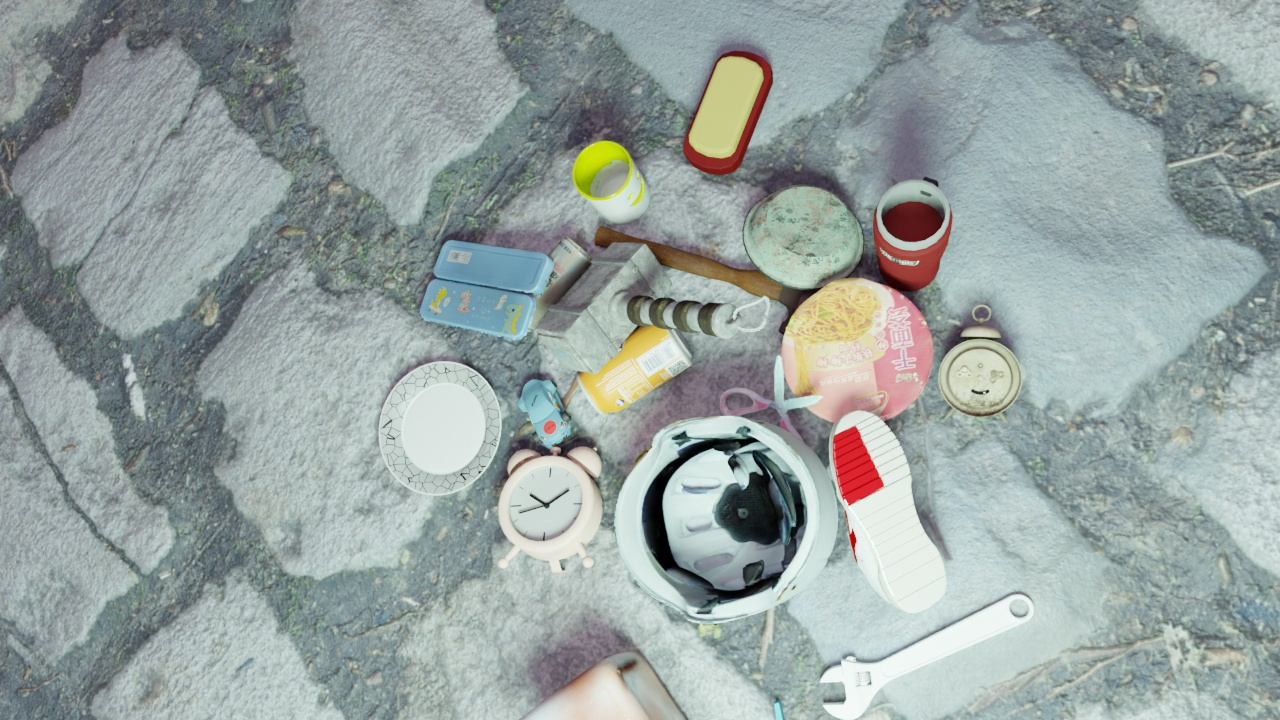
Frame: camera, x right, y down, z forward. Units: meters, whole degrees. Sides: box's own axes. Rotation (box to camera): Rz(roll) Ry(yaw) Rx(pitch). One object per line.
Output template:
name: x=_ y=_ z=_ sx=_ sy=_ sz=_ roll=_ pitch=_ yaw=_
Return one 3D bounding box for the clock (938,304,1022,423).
clock: x=0.409 y=0.004 z=1.108 sx=0.093 sy=0.054 sz=0.141 roll=3 pitch=88 yaw=16

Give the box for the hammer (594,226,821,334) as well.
hammer: x=0.087 y=-0.127 z=1.232 sx=0.323 sy=0.033 sz=0.115 roll=19 pitch=87 yaw=18

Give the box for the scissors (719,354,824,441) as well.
scissors: x=0.160 y=0.064 z=1.144 sx=0.173 sy=0.013 sz=0.171 roll=19 pitch=130 yaw=40

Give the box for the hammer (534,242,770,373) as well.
hammer: x=0.024 y=-0.057 z=1.103 sx=0.327 sy=0.079 sz=0.176 roll=11 pitch=55 yaw=51

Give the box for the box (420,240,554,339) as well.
box: x=-0.220 y=-0.102 z=1.280 sx=0.209 sy=0.021 sz=0.125 roll=12 pitch=75 yaw=35

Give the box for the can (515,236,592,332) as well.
can: x=-0.128 y=-0.107 z=1.275 sx=0.054 sy=0.054 sz=0.135 roll=43 pitch=93 yaw=18

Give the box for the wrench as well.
wrench: x=0.337 y=0.346 z=1.086 sx=0.273 sy=0.018 sz=0.066 roll=-28 pitch=75 yaw=8

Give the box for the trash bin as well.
trash bin: x=-0.009 y=0.488 z=1.072 sx=0.157 sy=0.181 sz=0.259 roll=-38 pitch=72 yaw=4

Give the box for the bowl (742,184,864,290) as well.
bowl: x=0.211 y=-0.167 z=1.171 sx=0.157 sy=0.039 sz=0.157 roll=0 pitch=64 yaw=-1

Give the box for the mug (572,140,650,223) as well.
mug: x=-0.038 y=-0.240 z=1.246 sx=0.083 sy=0.106 sz=0.082 roll=-3 pitch=80 yaw=15

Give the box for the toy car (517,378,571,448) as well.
toy car: x=-0.133 y=0.066 z=1.239 sx=0.060 sy=0.027 sz=0.107 roll=-35 pitch=51 yaw=7

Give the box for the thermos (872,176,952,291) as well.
thermos: x=0.324 y=-0.153 z=1.083 sx=0.084 sy=0.198 sz=0.108 roll=24 pitch=87 yaw=18

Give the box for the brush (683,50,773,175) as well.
brush: x=0.119 y=-0.343 z=1.256 sx=0.082 sy=0.042 sz=0.173 roll=20 pitch=86 yaw=18

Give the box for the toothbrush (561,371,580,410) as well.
toothbrush: x=-0.078 y=0.017 z=1.259 sx=0.016 sy=0.016 sz=0.167 roll=33 pitch=89 yaw=19

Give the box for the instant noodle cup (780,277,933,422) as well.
instant noodle cup: x=0.268 y=-0.003 z=1.136 sx=0.179 sy=0.077 sz=0.178 roll=-3 pitch=79 yaw=16

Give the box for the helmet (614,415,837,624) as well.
helmet: x=0.112 y=0.186 z=1.099 sx=0.265 sy=0.163 sz=0.236 roll=-22 pitch=72 yaw=30

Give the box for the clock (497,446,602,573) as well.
clock: x=-0.115 y=0.195 z=1.214 sx=0.131 sy=0.086 sz=0.160 roll=-4 pitch=70 yaw=15

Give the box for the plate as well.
plate: x=-0.282 y=0.096 z=1.300 sx=0.189 sy=0.016 sz=0.188 roll=-3 pitch=79 yaw=15

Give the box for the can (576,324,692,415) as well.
can: x=-0.007 y=0.007 z=1.208 sx=0.142 sy=0.079 sz=0.079 roll=-33 pitch=73 yaw=8

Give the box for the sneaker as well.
sneaker: x=0.271 y=0.176 z=1.083 sx=0.090 sy=0.104 sz=0.236 roll=-24 pitch=90 yaw=-13

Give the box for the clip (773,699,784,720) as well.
clip: x=0.176 y=0.474 z=1.104 sx=0.104 sy=0.027 sz=0.120 roll=-33 pitch=73 yaw=10
